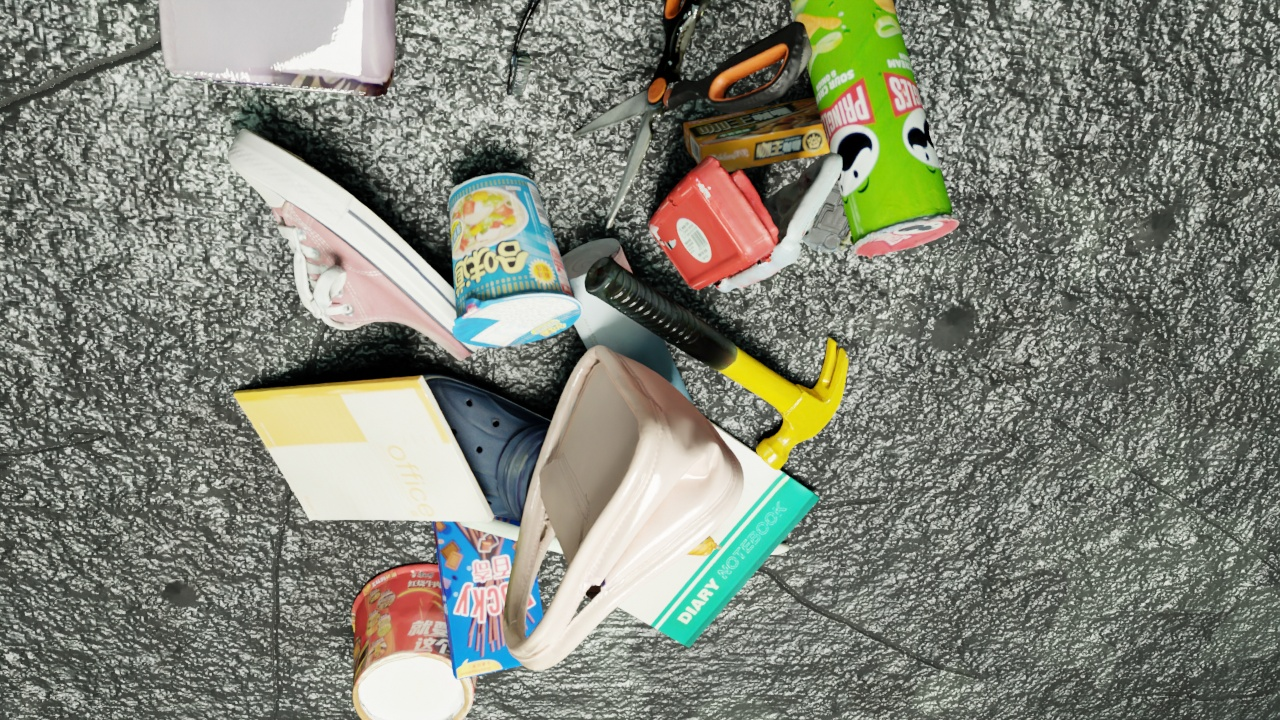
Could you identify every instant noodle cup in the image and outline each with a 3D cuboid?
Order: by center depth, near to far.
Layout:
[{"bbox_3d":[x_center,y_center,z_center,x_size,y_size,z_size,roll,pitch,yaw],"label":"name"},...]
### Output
[{"bbox_3d":[-0.102,-0.079,0.695,0.099,0.109,0.099,-11,163,-4],"label":"instant noodle cup"},{"bbox_3d":[-0.211,0.281,0.877,0.138,0.108,0.138,-3,117,-7],"label":"instant noodle cup"}]

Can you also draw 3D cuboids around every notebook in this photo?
[{"bbox_3d":[-0.234,0.079,0.770,0.207,0.010,0.146,-4,122,27],"label":"notebook"},{"bbox_3d":[0.055,0.174,0.899,0.150,0.012,0.209,35,102,-19],"label":"notebook"}]

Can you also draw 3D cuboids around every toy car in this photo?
[{"bbox_3d":[0.166,-0.139,0.755,0.049,0.031,0.106,15,118,-15],"label":"toy car"}]

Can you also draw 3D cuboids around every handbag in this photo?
[{"bbox_3d":[-0.228,-0.279,0.589,0.145,0.098,0.197,6,115,-9],"label":"handbag"},{"bbox_3d":[-0.039,0.119,0.681,0.093,0.193,0.234,30,97,-22],"label":"handbag"}]

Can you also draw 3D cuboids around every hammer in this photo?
[{"bbox_3d":[0.070,-0.005,0.771,0.300,0.033,0.129,30,106,-38],"label":"hammer"}]

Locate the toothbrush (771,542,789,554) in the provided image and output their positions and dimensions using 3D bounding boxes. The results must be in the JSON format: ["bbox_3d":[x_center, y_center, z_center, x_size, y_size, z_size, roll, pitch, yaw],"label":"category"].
[{"bbox_3d":[0.059,0.184,0.919,0.187,0.016,0.017,2,107,-9],"label":"toothbrush"}]

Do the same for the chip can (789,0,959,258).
[{"bbox_3d":[0.152,-0.193,0.633,0.072,0.072,0.236,-12,81,-2],"label":"chip can"}]

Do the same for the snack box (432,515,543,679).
[{"bbox_3d":[-0.137,0.200,0.831,0.084,0.026,0.157,-6,80,-21],"label":"snack box"}]

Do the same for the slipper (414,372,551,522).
[{"bbox_3d":[-0.099,0.097,0.794,0.252,0.095,0.105,23,89,-20],"label":"slipper"}]

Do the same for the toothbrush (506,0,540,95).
[{"bbox_3d":[-0.068,-0.282,0.658,0.016,0.014,0.190,13,114,-15],"label":"toothbrush"}]

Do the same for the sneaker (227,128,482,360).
[{"bbox_3d":[-0.222,-0.069,0.699,0.087,0.118,0.241,-49,121,-6],"label":"sneaker"}]

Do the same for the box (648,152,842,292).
[{"bbox_3d":[0.079,-0.107,0.671,0.100,0.201,0.095,-36,93,-7],"label":"box"}]

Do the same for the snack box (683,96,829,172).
[{"bbox_3d":[0.114,-0.177,0.704,0.153,0.075,0.026,-11,119,-2],"label":"snack box"}]

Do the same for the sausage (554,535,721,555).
[{"bbox_3d":[-0.006,0.168,0.866,0.165,0.021,0.021,6,116,-4],"label":"sausage"}]

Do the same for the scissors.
[{"bbox_3d":[0.032,-0.198,0.638,0.021,0.221,0.233,20,89,-39],"label":"scissors"}]

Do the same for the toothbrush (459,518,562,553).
[{"bbox_3d":[-0.079,0.171,0.838,0.189,0.029,0.020,24,96,-26],"label":"toothbrush"}]

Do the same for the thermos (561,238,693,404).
[{"bbox_3d":[-0.005,0.005,0.786,0.070,0.070,0.220,-23,118,4],"label":"thermos"}]
